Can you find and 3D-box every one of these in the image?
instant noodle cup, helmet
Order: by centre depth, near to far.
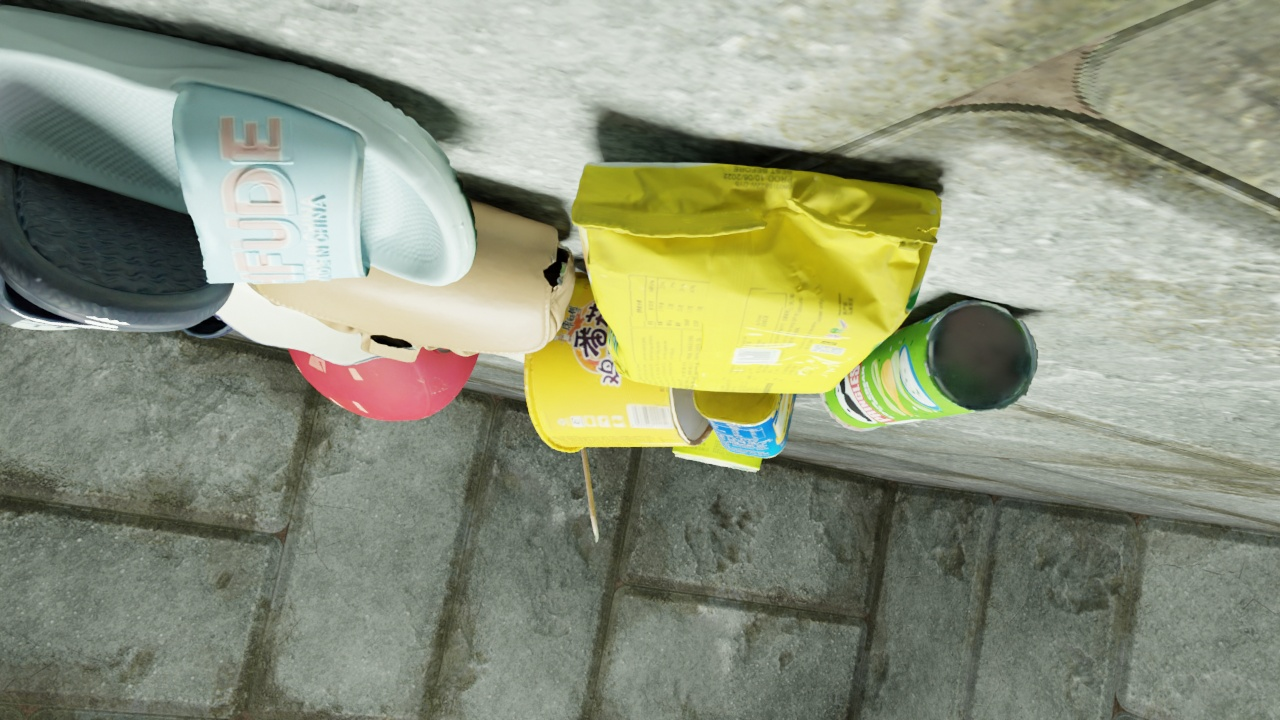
[{"bbox_3d":[-0.004,0.004,0.677,0.110,0.138,0.138,3,171,27],"label":"instant noodle cup"},{"bbox_3d":[0.079,0.035,0.834,0.112,0.123,0.112,11,173,1],"label":"instant noodle cup"},{"bbox_3d":[-0.285,-0.011,0.986,0.207,0.144,0.240,11,173,21],"label":"helmet"}]

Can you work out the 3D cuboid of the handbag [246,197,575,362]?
[{"bbox_3d":[-0.141,-0.053,0.554,0.204,0.099,0.148,13,172,-16],"label":"handbag"}]

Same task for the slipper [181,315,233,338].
[{"bbox_3d":[-0.440,-0.070,0.950,0.105,0.095,0.253,14,169,-4],"label":"slipper"}]

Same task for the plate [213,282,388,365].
[{"bbox_3d":[-0.273,-0.065,0.692,0.205,0.045,0.205,14,154,7],"label":"plate"}]

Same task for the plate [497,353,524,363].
[{"bbox_3d":[-0.130,-0.016,1.122,0.163,0.034,0.165,16,171,-34],"label":"plate"}]

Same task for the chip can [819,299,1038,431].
[{"bbox_3d":[0.196,0.010,0.663,0.072,0.072,0.236,11,173,-3],"label":"chip can"}]

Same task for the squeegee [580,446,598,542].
[{"bbox_3d":[-0.100,-0.015,0.713,0.040,0.247,0.249,-26,139,19],"label":"squeegee"}]

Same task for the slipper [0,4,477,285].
[{"bbox_3d":[-0.193,-0.083,0.405,0.245,0.074,0.104,15,148,-11],"label":"slipper"}]

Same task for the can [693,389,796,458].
[{"bbox_3d":[0.080,0.011,0.649,0.057,0.102,0.083,9,159,19],"label":"can"}]

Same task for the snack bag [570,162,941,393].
[{"bbox_3d":[0.053,-0.031,0.482,0.158,0.068,0.246,3,168,4],"label":"snack bag"}]

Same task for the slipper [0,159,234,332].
[{"bbox_3d":[-0.297,-0.058,0.491,0.110,0.083,0.268,17,-165,-41],"label":"slipper"}]
